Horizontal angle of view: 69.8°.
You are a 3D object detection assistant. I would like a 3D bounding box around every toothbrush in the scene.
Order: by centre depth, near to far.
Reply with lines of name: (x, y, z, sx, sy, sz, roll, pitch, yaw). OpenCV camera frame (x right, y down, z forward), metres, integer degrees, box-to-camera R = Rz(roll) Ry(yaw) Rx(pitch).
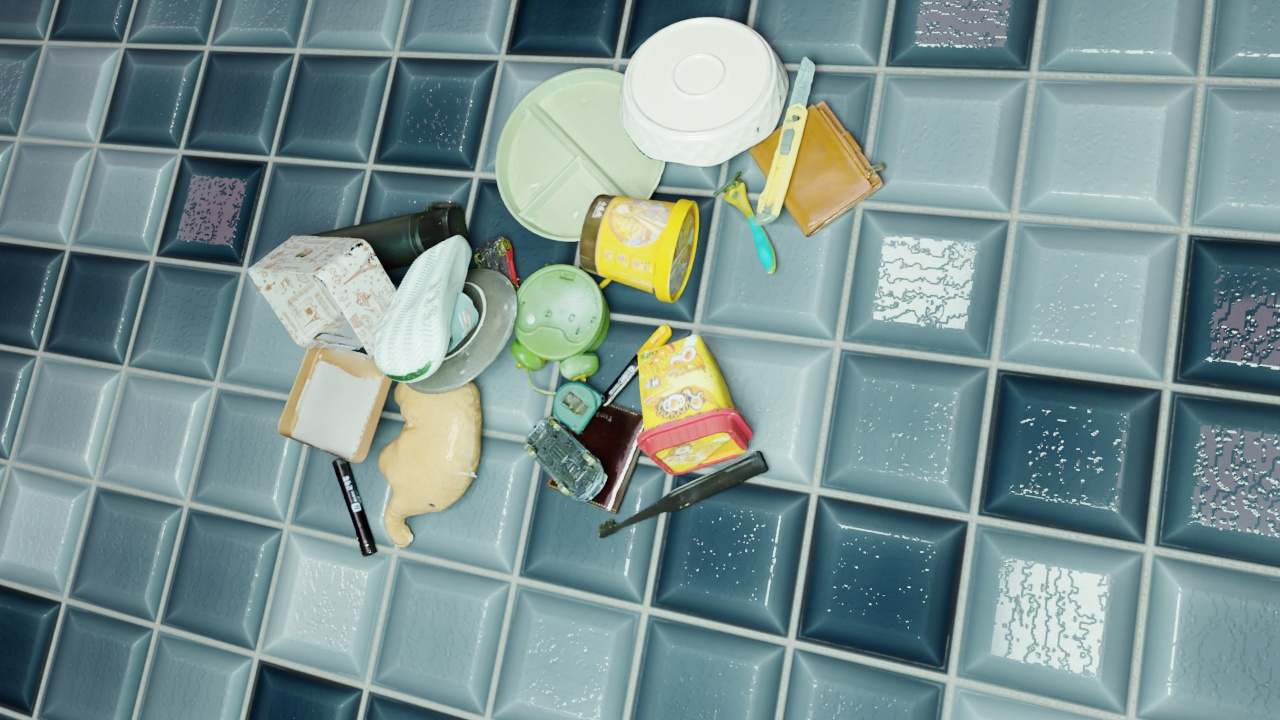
toothbrush: (0.045, 0.157, 1.050, 0.213, 0.026, 0.027, -26, 39, 12)

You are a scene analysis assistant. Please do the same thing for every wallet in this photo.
wallet: (0.208, -0.228, 1.065, 0.119, 0.035, 0.130, -33, 71, 11)
wallet: (-0.048, 0.110, 1.090, 0.096, 0.020, 0.122, 19, 84, 19)

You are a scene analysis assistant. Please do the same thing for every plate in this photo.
plate: (0.072, -0.328, 1.097, 0.205, 0.045, 0.204, -4, 67, 8)
plate: (-0.230, -0.043, 1.114, 0.180, 0.024, 0.179, -14, 55, 21)
plate: (-0.075, -0.258, 1.161, 0.230, 0.027, 0.230, -3, 80, 15)

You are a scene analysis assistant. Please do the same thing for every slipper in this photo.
slipper: (-0.238, -0.056, 1.068, 0.104, 0.074, 0.244, -24, 36, 22)

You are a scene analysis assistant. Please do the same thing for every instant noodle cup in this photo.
instant noodle cup: (0.053, 0.048, 1.027, 0.116, 0.116, 0.123, -19, 64, 13)
instant noodle cup: (-0.002, -0.136, 1.063, 0.114, 0.118, 0.118, 14, 84, 14)

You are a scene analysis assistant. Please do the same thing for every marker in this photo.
marker: (-0.006, 0.006, 1.092, 0.018, 0.015, 0.124, 40, 87, 26)
marker: (-0.365, 0.186, 1.172, 0.022, 0.020, 0.132, -36, 70, 38)

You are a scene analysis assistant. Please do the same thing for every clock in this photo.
clock: (-0.097, -0.037, 1.112, 0.116, 0.056, 0.161, 12, 84, 20)

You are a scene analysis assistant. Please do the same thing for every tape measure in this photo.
tape measure: (-0.076, 0.052, 1.079, 0.054, 0.025, 0.058, 34, 102, -2)

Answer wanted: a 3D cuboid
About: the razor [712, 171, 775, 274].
razor: (0.130, -0.158, 1.079, 0.043, 0.028, 0.132, -36, 67, 32)

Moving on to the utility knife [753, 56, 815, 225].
utility knife: (0.171, -0.254, 1.065, 0.031, 0.021, 0.208, 14, 80, 18)

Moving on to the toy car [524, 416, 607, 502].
toy car: (-0.088, 0.115, 1.075, 0.054, 0.036, 0.120, -51, 54, 2)

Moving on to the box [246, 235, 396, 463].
box: (-0.380, -0.021, 1.134, 0.180, 0.132, 0.271, 10, 107, 39)

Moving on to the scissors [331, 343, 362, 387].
scissors: (-0.370, 0.013, 1.208, 0.133, 0.017, 0.131, 14, 82, 16)

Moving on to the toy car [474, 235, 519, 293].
toy car: (-0.178, -0.105, 1.160, 0.049, 0.031, 0.106, -24, 66, 25)

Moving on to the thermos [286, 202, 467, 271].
thermos: (-0.348, -0.156, 1.213, 0.243, 0.068, 0.089, -10, 45, 13)

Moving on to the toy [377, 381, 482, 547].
toy: (-0.260, 0.122, 1.123, 0.144, 0.082, 0.226, 8, 83, 34)
